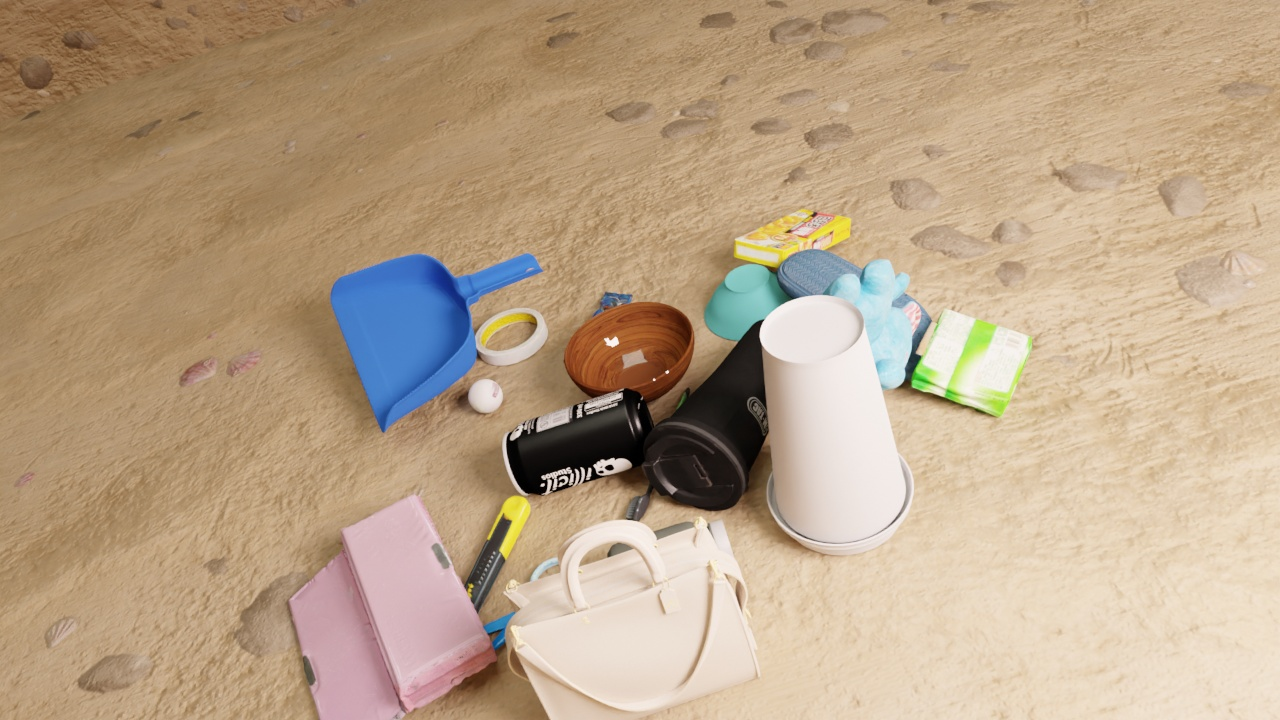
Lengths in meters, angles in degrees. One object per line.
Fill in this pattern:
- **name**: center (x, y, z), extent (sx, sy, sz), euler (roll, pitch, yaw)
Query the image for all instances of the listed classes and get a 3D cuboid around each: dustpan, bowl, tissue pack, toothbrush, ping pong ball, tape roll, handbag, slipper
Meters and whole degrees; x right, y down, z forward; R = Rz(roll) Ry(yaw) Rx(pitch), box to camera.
- **dustpan**: center (-0.241, -0.062, 1.147), extent (0.257, 0.060, 0.245), euler (-23, 53, -14)
- **bowl**: center (-0.006, 0.006, 1.033), extent (0.147, 0.069, 0.147), euler (-10, 40, 9)
- **tissue pack**: center (0.331, -0.001, 0.922), extent (0.099, 0.034, 0.113), euler (22, 53, 20)
- **toothbrush**: center (0.021, 0.095, 0.964), extent (0.017, 0.014, 0.187), euler (-4, 41, 29)
- **ping pong ball**: center (-0.183, 0.042, 1.085), extent (0.040, 0.040, 0.040), euler (-11, 40, 9)
- **tape roll**: center (-0.166, -0.031, 1.180), extent (0.094, 0.019, 0.093), euler (-12, 40, 10)
- **handbag**: center (-0.014, 0.194, 0.717), extent (0.194, 0.198, 0.101), euler (-19, 39, 0)
- **slipper**: center (0.239, -0.052, 1.014), extent (0.103, 0.059, 0.213), euler (-30, 54, -20)
- **bowl**: center (0.132, -0.080, 1.097), extent (0.121, 0.046, 0.121), euler (-11, 40, 9)

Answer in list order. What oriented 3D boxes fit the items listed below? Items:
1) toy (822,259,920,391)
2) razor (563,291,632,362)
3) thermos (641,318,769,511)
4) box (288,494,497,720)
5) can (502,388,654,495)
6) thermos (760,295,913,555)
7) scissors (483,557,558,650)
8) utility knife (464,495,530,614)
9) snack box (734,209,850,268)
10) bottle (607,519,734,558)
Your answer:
- **toy**: center (0.207, -0.017, 0.860), extent (0.183, 0.181, 0.115), euler (-26, 61, -15)
- **razor**: center (-0.058, -0.043, 1.151), extent (0.044, 0.018, 0.140), euler (8, 46, 28)
- **thermos**: center (0.096, 0.047, 0.928), extent (0.106, 0.106, 0.217), euler (11, 43, 31)
- **box**: center (-0.248, 0.242, 0.862), extent (0.180, 0.051, 0.233), euler (-36, 41, -9)
- **can**: center (-0.061, 0.086, 0.946), extent (0.146, 0.080, 0.080), euler (-18, 39, 10)
- **thermos**: center (0.161, 0.056, 0.788), extent (0.131, 0.222, 0.131), euler (-11, 40, 9)
- **scissors**: center (-0.108, 0.228, 0.861), extent (0.132, 0.020, 0.097), euler (-21, 37, -4)
- **utility knife**: center (-0.153, 0.210, 0.898), extent (0.029, 0.020, 0.185), euler (-1, 45, 25)
- **snack box**: center (0.190, -0.152, 1.137), extent (0.075, 0.025, 0.151), euler (20, 34, 38)
- **bottle**: center (0.028, 0.180, 0.826), extent (0.108, 0.060, 0.060), euler (-18, 39, 2)
